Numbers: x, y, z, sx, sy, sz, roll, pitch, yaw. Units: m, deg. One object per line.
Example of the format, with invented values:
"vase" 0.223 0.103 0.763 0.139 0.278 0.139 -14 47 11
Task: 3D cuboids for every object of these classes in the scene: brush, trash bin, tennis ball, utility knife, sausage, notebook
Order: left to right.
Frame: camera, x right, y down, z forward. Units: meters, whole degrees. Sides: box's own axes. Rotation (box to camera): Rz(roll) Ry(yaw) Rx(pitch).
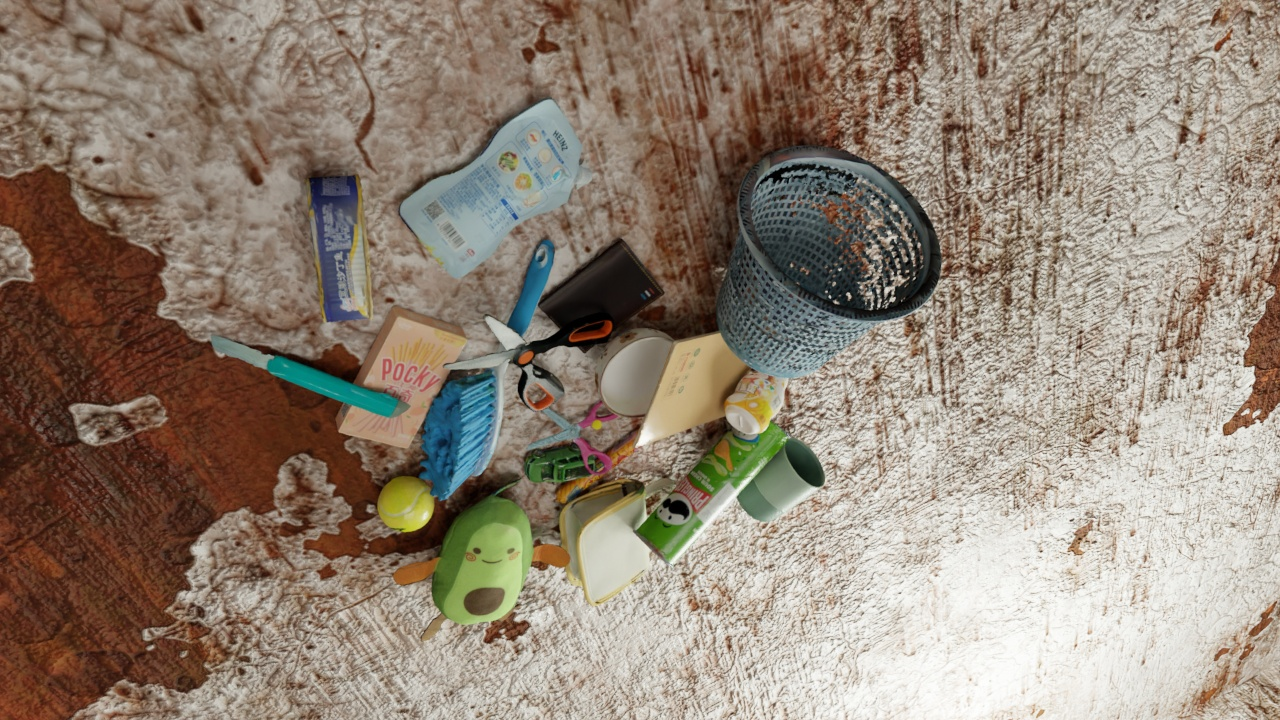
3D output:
"utility knife" -0.342 0.018 0.956 0.209 0.013 0.029 24 113 -24
"tennis ball" -0.275 0.169 1.079 0.065 0.065 0.066 -13 127 -17
"brush" -0.170 0.014 1.023 0.109 0.060 0.315 -22 138 -49
"sausage" -0.047 0.135 1.192 0.165 0.021 0.021 -37 130 3
"notebook" 0.079 0.026 1.126 0.207 0.008 0.148 -14 133 -50
"trash bin" 0.182 -0.089 1.019 0.226 0.226 0.196 -7 152 -21

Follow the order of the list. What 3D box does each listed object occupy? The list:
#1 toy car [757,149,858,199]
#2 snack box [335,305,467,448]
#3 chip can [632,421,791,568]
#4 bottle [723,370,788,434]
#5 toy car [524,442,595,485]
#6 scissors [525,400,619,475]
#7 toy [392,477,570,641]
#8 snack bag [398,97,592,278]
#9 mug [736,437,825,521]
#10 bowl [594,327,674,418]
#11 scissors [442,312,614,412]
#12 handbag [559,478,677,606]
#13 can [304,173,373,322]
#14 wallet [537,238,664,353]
"toy car" 0.191 -0.216 1.052 0.122 0.037 0.056 -3 127 -9
"snack box" -0.263 0.021 1.007 0.084 0.026 0.157 19 113 -34
"chip can" 0.096 0.167 1.220 0.236 0.072 0.072 -46 130 -6
"bottle" 0.156 0.042 1.183 0.108 0.063 0.063 -50 136 -26
"toy car" -0.101 0.132 1.157 0.091 0.036 0.043 -7 127 -16
"scissors" -0.078 0.095 1.133 0.133 0.017 0.128 -19 102 -22
"toy" -0.200 0.266 1.168 0.226 0.090 0.247 -3 125 -27
"snack bag" -0.140 -0.171 0.924 0.191 0.039 0.110 -37 125 0
"mug" 0.197 0.165 1.289 0.107 0.082 0.111 -43 174 31
"bowl" -0.006 0.006 1.095 0.113 0.062 0.114 -14 127 -19
"scissors" -0.113 -0.011 1.001 0.221 0.021 0.221 -32 152 -19
"handbag" -0.023 0.230 1.256 0.178 0.063 0.164 -26 132 -27
"can" -0.287 -0.105 0.877 0.049 0.074 0.148 -7 125 -18
"wallet" -0.044 -0.072 1.052 0.122 0.020 0.096 -37 130 5
